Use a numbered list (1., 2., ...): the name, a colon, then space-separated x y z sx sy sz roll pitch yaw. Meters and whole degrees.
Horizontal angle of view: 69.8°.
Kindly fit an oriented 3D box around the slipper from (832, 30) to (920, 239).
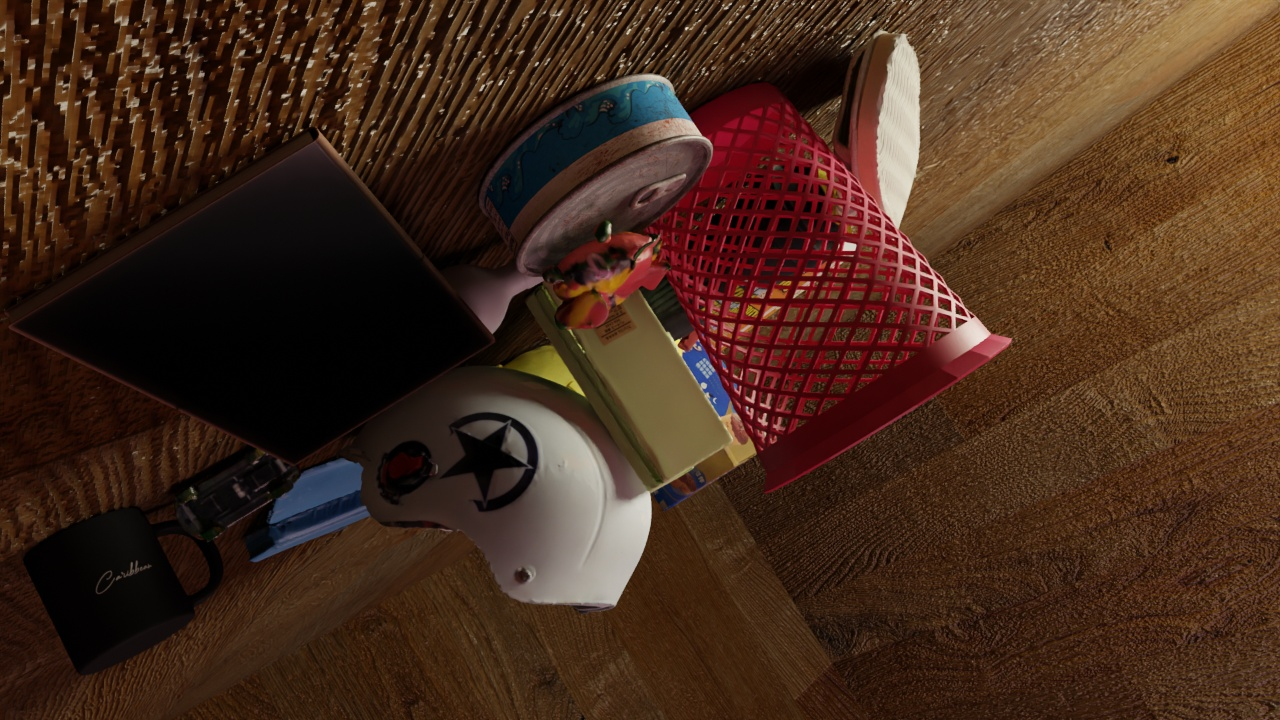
1. slipper: 0.185 -0.163 0.716 0.054 0.114 0.272 10 173 21

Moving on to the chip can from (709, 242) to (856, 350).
1. chip can: 0.143 -0.091 1.069 0.216 0.075 0.075 -38 170 33

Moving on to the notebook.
1. notebook: -0.167 -0.015 0.453 0.141 0.008 0.209 -32 156 -2

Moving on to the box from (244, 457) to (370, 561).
1. box: -0.273 0.130 0.938 0.231 0.047 0.177 -20 165 -41

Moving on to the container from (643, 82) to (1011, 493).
1. container: 0.101 -0.056 0.618 0.183 0.225 0.183 -31 171 -5

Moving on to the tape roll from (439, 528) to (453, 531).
1. tape roll: -0.179 0.122 0.910 0.094 0.093 0.018 -33 141 3

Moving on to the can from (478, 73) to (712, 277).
1. can: -0.025 -0.103 0.524 0.130 0.044 0.130 -31 171 -5

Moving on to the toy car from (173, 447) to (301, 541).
1. toy car: -0.299 0.095 0.681 0.091 0.042 0.036 -35 -169 -16

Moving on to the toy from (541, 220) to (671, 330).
1. toy: -0.018 -0.051 0.546 0.084 0.046 0.103 -49 172 15

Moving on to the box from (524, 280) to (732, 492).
1. box: -0.016 0.011 0.726 0.077 0.188 0.091 -24 170 -47

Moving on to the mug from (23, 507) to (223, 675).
1. mug: -0.359 0.156 0.655 0.113 0.088 0.078 -22 167 -48

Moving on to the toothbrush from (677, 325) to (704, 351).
1. toothbrush: 0.092 -0.082 0.911 0.189 0.016 0.016 -52 141 -24

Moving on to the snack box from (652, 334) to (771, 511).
1. snack box: 0.033 0.047 1.038 0.069 0.202 0.155 -24 169 -39

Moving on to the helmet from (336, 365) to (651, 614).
1. helmet: -0.109 0.090 0.766 0.163 0.264 0.236 -60 157 -10

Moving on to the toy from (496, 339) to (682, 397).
1. toy: -0.050 0.043 0.920 0.213 0.149 0.084 -17 -169 -16

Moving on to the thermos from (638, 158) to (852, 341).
1. thermos: 0.079 -0.091 0.820 0.221 0.098 0.098 -33 172 30

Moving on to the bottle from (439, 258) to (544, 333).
1. bottle: -0.135 -0.021 0.569 0.195 0.052 0.052 -30 171 -11
